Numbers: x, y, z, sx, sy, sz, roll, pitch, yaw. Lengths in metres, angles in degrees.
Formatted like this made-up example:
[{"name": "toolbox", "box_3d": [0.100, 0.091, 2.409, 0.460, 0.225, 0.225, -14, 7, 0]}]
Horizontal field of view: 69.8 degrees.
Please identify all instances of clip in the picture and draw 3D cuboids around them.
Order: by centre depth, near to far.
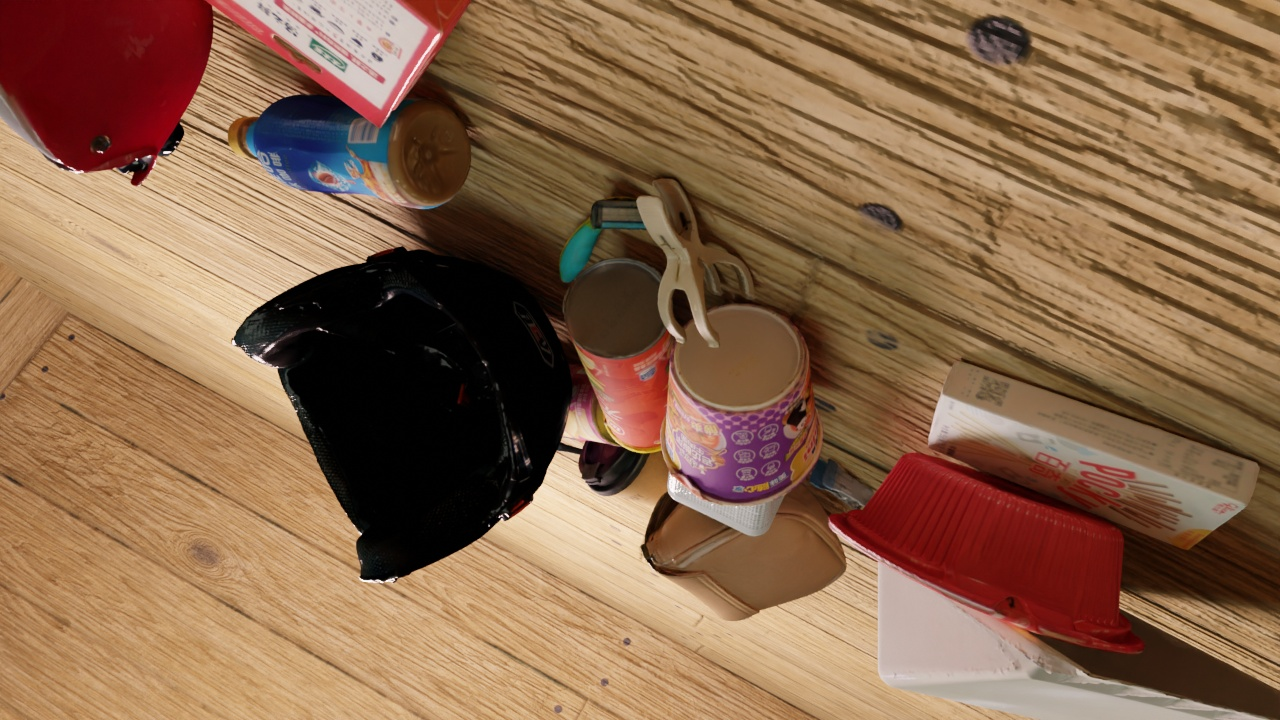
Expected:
[{"name": "clip", "box_3d": [0.024, -0.046, 0.526, 0.035, 0.092, 0.103, 13, 166, 40]}, {"name": "clip", "box_3d": [0.168, 0.104, 0.757, 0.058, 0.026, 0.039, 36, 152, -19]}]

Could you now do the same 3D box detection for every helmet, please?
[{"name": "helmet", "box_3d": [-0.324, -0.210, 0.497, 0.207, 0.144, 0.240, 42, 172, -22]}, {"name": "helmet", "box_3d": [-0.166, 0.025, 0.734, 0.276, 0.229, 0.233, -24, 96, 39]}]

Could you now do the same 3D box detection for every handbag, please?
[{"name": "handbag", "box_3d": [0.097, 0.162, 0.836, 0.204, 0.148, 0.099, 47, -163, -49]}]

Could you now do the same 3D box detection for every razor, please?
[{"name": "razor", "box_3d": [-0.030, -0.075, 0.581, 0.043, 0.028, 0.133, -5, 170, -21]}]

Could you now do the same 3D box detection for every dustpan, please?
[{"name": "dustpan", "box_3d": [0.271, 0.162, 0.618, 0.222, 0.142, 0.258, 17, 155, -18]}]

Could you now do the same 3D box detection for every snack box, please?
[{"name": "snack box", "box_3d": [-0.150, -0.185, 0.452, 0.113, 0.044, 0.127, 36, 158, -20]}, {"name": "snack box", "box_3d": [0.247, 0.054, 0.522, 0.157, 0.026, 0.085, 22, 160, 21]}]

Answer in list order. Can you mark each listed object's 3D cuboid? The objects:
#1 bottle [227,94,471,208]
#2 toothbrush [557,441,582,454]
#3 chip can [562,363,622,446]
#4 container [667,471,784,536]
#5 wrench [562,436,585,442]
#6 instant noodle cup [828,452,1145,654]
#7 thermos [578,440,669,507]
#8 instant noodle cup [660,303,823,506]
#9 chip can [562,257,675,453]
[{"name": "bottle", "box_3d": [-0.204, -0.141, 0.604, 0.219, 0.065, 0.065, 13, 155, 38]}, {"name": "toothbrush", "box_3d": [-0.108, 0.080, 0.914, 0.189, 0.014, 0.016, 14, -172, -24]}, {"name": "chip can", "box_3d": [-0.080, 0.036, 0.860, 0.211, 0.071, 0.071, 4, 148, 50]}, {"name": "container", "box_3d": [0.074, 0.066, 0.698, 0.090, 0.089, 0.112, 24, 158, 14]}, {"name": "wrench", "box_3d": [-0.081, 0.076, 1.019, 0.056, 0.016, 0.274, 39, 164, -16]}, {"name": "instant noodle cup", "box_3d": [0.218, 0.108, 0.570, 0.194, 0.066, 0.194, 19, -177, -1]}, {"name": "thermos", "box_3d": [0.016, 0.102, 0.870, 0.143, 0.093, 0.093, 30, 163, -30]}, {"name": "instant noodle cup", "box_3d": [0.065, 0.024, 0.592, 0.112, 0.111, 0.099, 22, 151, 20]}, {"name": "chip can", "box_3d": [-0.004, 0.004, 0.660, 0.073, 0.073, 0.217, 24, 162, 14]}]
